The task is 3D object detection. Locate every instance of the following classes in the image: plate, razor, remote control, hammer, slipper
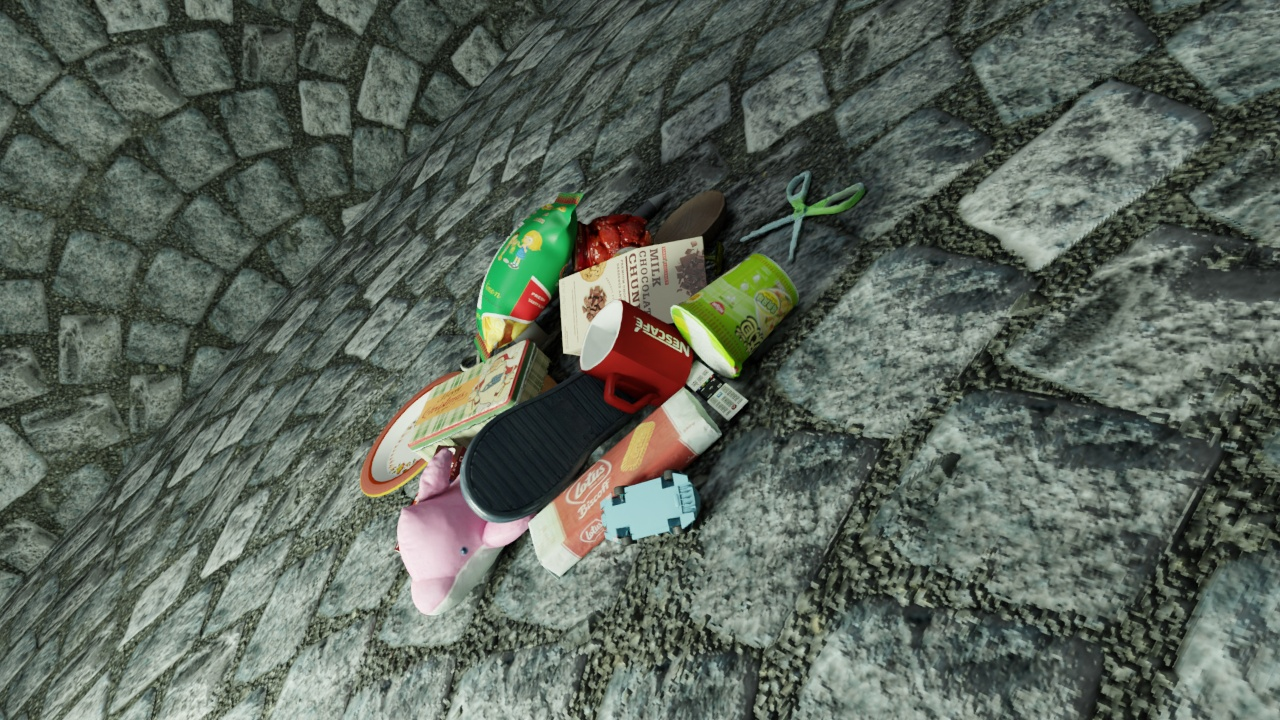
[{"bbox_3d":[-0.331,0.112,1.374,0.230,0.021,0.229,-32,30,22],"label":"plate"},{"bbox_3d":[0.049,-0.128,1.141,0.106,0.026,0.042,3,45,10],"label":"razor"},{"bbox_3d":[0.076,0.031,0.956,0.028,0.012,0.124,-45,28,-1],"label":"remote control"},{"bbox_3d":[-0.079,-0.147,1.377,0.322,0.043,0.156,-42,28,0],"label":"hammer"},{"bbox_3d":[-0.101,0.090,0.978,0.262,0.101,0.083,-38,-7,-46],"label":"slipper"}]

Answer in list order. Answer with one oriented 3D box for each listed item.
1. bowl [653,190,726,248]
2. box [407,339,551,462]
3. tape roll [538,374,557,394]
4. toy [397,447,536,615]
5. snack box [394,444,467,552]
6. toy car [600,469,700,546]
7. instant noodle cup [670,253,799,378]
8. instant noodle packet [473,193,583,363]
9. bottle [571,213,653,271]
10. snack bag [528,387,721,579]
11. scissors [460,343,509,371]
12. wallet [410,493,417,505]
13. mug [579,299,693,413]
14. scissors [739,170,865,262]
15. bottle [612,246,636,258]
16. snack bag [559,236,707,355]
[{"bbox_3d":[0.072,-0.174,1.218,0.118,0.030,0.117,-32,30,21],"label":"bowl"},{"bbox_3d":[-0.213,0.056,1.205,0.206,0.050,0.117,-24,33,35],"label":"box"},{"bbox_3d":[-0.152,0.054,1.209,0.094,0.027,0.093,-32,30,22],"label":"tape roll"},{"bbox_3d":[-0.196,0.154,1.032,0.187,0.128,0.264,-22,29,42],"label":"toy"},{"bbox_3d":[-0.251,0.176,1.137,0.051,0.031,0.140,-2,60,41],"label":"snack box"},{"bbox_3d":[0.012,0.141,0.866,0.108,0.027,0.060,-21,70,34],"label":"toy car"},{"bbox_3d":[0.102,-0.052,0.957,0.108,0.099,0.099,-42,27,-11],"label":"instant noodle cup"},{"bbox_3d":[-0.160,-0.121,1.268,0.253,0.090,0.195,-59,17,2],"label":"instant noodle packet"},{"bbox_3d":[-0.038,-0.151,1.271,0.111,0.099,0.099,-2,29,-10],"label":"bottle"},{"bbox_3d":[-0.020,0.123,0.933,0.225,0.041,0.077,-40,30,5],"label":"snack bag"},{"bbox_3d":[-0.242,0.022,1.356,0.133,0.012,0.169,-5,35,32],"label":"scissors"},{"bbox_3d":[-0.262,0.165,1.221,0.116,0.018,0.091,-13,41,47],"label":"wallet"},{"bbox_3d":[-0.006,0.006,0.994,0.081,0.096,0.116,-33,39,46],"label":"mug"},{"bbox_3d":[0.190,-0.174,1.085,0.172,0.021,0.171,-18,42,36],"label":"scissors"},{"bbox_3d":[0.008,-0.108,1.181,0.108,0.063,0.063,25,71,46],"label":"bottle"},{"bbox_3d":[0.000,-0.072,1.092,0.207,0.069,0.094,-16,73,42],"label":"snack bag"}]
